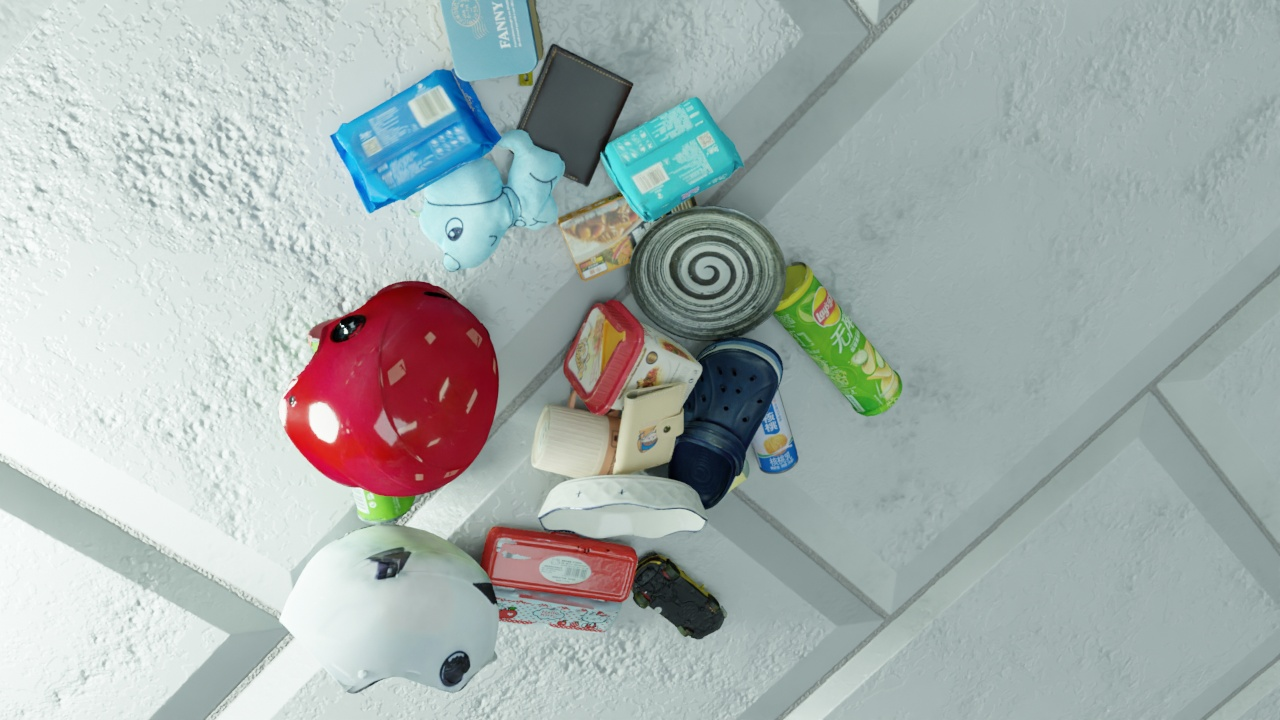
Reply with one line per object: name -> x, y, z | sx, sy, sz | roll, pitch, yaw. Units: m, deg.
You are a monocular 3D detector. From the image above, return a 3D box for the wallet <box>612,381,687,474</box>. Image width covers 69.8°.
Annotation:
wallet -> 0.014, 0.078, 1.045 | 0.087, 0.024, 0.115 | -15, 130, -30

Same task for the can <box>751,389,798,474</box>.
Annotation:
can -> 0.158, 0.075, 1.157 | 0.053, 0.053, 0.135 | -22, 116, -3

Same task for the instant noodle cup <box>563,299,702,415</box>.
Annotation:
instant noodle cup -> -0.006, 0.006, 1.066 | 0.124, 0.116, 0.117 | 18, 108, -32

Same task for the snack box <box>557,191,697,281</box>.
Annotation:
snack box -> -0.010, -0.153, 1.037 | 0.153, 0.026, 0.075 | -23, 116, -2

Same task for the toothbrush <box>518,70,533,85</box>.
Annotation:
toothbrush -> -0.119, -0.374, 0.923 | 0.015, 0.016, 0.190 | -4, 114, -10

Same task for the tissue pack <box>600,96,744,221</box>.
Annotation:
tissue pack -> 0.034, -0.216, 0.985 | 0.133, 0.050, 0.093 | -29, 80, 0

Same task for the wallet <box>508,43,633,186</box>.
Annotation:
wallet -> -0.075, -0.260, 0.981 | 0.096, 0.020, 0.122 | 22, 108, -15

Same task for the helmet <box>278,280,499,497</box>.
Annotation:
helmet -> -0.231, 0.036, 0.957 | 0.207, 0.144, 0.239 | 46, 70, -42

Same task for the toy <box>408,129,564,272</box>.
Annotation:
toy -> -0.165, -0.169, 0.980 | 0.156, 0.049, 0.161 | 8, 105, -6

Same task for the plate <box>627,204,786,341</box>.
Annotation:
plate -> 0.076, -0.099, 1.045 | 0.179, 0.024, 0.180 | 3, 126, 4

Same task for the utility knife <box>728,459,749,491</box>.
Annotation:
utility knife -> 0.077, 0.186, 1.207 | 0.167, 0.018, 0.031 | -38, 111, 3

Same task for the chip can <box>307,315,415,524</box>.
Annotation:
chip can -> -0.313, 0.069, 1.040 | 0.072, 0.072, 0.236 | -10, 114, -8

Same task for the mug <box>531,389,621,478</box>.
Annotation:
mug -> -0.066, 0.086, 1.104 | 0.106, 0.082, 0.114 | 14, 82, -16

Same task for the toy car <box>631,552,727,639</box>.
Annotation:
toy car -> 0.050, 0.323, 1.245 | 0.071, 0.041, 0.156 | -45, 113, 8

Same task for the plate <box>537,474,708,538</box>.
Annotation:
plate -> -0.021, 0.178, 1.105 | 0.204, 0.205, 0.045 | 7, 69, -15

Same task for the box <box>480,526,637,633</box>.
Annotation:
box -> -0.115, 0.295, 1.194 | 0.201, 0.058, 0.161 | 12, 113, -16

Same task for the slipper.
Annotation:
slipper -> 0.085, 0.085, 1.099 | 0.105, 0.095, 0.253 | 24, 125, 9

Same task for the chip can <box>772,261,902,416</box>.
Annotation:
chip can -> 0.238, -0.021, 1.123 | 0.072, 0.072, 0.221 | -42, 115, 7

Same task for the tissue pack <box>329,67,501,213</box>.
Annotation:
tissue pack -> -0.229, -0.224, 0.933 | 0.157, 0.052, 0.095 | -29, 92, 0

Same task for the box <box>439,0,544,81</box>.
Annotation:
box -> -0.149, -0.358, 0.890 | 0.090, 0.062, 0.184 | -8, 113, 8

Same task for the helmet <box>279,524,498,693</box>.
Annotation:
helmet -> -0.273, 0.269, 1.065 | 0.258, 0.229, 0.146 | 12, 93, -39
